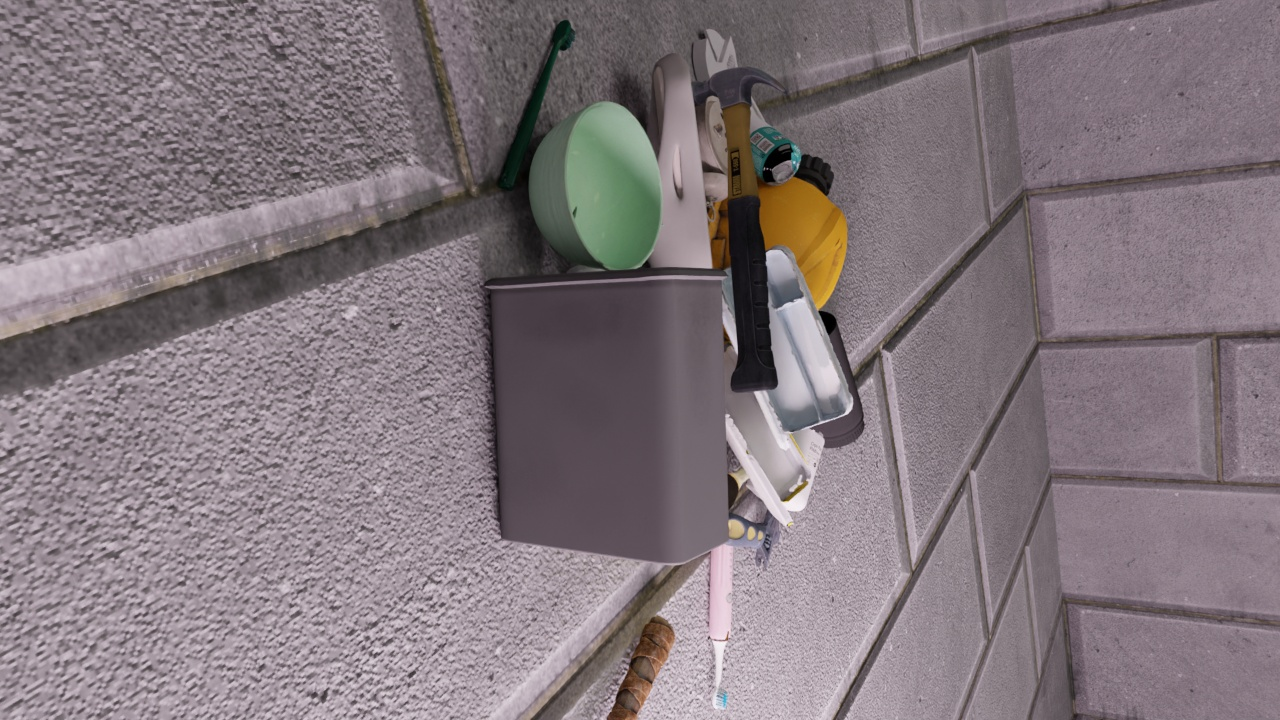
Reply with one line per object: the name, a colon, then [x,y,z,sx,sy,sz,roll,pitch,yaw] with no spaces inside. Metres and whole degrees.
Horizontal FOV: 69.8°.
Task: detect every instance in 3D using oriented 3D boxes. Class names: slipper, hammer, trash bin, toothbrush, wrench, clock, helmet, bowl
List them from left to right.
toothbrush: [-0.091,-0.230,0.822,0.017,0.016,0.189,46,52,-50]
bowl: [-0.049,-0.151,0.826,0.150,0.077,0.151,4,85,-56]
hammer: [-0.038,0.376,0.854,0.121,0.049,0.317,62,40,-29]
trash bin: [-0.027,0.039,0.752,0.097,0.192,0.220,-7,96,-56]
slipper: [0.019,-0.172,0.934,0.113,0.080,0.266,-136,-140,-74]
clock: [0.073,-0.226,1.028,0.103,0.061,0.156,28,59,-53]
toothbrush: [0.094,0.291,1.066,0.027,0.027,0.222,6,83,-44]
hammer: [0.106,-0.135,0.925,0.025,0.118,0.333,4,80,-53]
wrench: [0.136,-0.306,1.163,0.273,0.018,0.086,47,51,-46]
wrench: [0.130,0.204,1.085,0.273,0.022,0.073,33,65,-64]
helmet: [0.184,-0.140,1.127,0.205,0.132,0.254,51,50,-43]

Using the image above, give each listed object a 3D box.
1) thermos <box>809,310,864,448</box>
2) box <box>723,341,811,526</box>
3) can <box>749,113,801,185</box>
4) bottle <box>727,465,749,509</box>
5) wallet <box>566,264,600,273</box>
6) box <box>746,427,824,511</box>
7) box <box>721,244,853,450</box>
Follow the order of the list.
thermos: [0.251,0.038,1.258,0.085,0.086,0.199,-55,132,-42]
box: [0.125,0.085,1.055,0.210,0.057,0.117,59,32,-13]
can: [0.142,-0.252,1.090,0.054,0.101,0.055,-20,135,-21]
bottle: [0.093,0.149,1.054,0.184,0.045,0.045,-23,108,-54]
wallet: [-0.016,-0.028,0.881,0.118,0.038,0.115,5,68,-52]
box: [0.187,0.105,1.171,0.083,0.093,0.165,42,64,-43]
box: [0.137,-0.009,0.991,0.126,0.106,0.215,-22,88,-61]
